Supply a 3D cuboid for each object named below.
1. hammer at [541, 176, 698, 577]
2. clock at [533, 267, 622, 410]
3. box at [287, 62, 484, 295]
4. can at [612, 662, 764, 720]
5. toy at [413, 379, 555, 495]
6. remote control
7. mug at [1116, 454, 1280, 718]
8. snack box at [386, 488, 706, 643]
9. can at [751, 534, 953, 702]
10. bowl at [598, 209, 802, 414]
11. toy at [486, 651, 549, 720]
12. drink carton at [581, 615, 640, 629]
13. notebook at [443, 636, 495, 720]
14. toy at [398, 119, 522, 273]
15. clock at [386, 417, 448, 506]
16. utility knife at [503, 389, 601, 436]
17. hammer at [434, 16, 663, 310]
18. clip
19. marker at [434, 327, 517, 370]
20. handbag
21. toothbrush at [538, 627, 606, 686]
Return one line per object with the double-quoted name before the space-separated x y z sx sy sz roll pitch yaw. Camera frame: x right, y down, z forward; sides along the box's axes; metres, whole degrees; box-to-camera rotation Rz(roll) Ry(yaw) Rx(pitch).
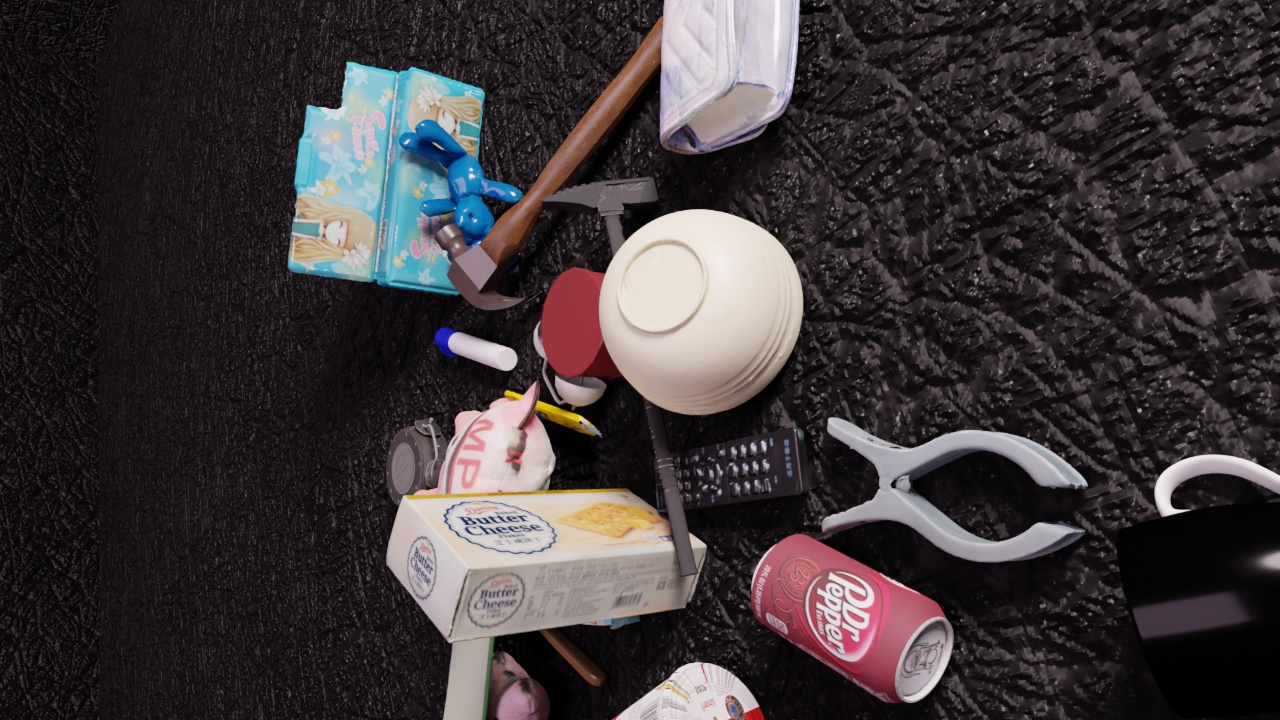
"hammer" -0.004 0.004 0.705 0.015 0.095 0.324 111 149 -67
"clock" -0.046 -0.023 0.785 0.138 0.048 0.096 -56 48 32
"box" -0.260 -0.191 0.958 0.056 0.185 0.227 7 91 60
"can" 0.021 0.276 0.642 0.117 0.086 0.086 -48 52 35
"toy" -0.135 0.096 0.812 0.141 0.084 0.214 -65 15 -22
"remote control" 0.065 0.082 0.667 0.151 0.022 0.047 -18 73 49
"mug" 0.269 0.087 0.392 0.100 0.085 0.118 -22 38 33
"snack box" -0.065 0.141 0.666 0.104 0.207 0.057 29 108 47
"can" 0.124 0.154 0.554 0.114 0.063 0.063 22 102 49
"bowl" 0.030 -0.042 0.641 0.151 0.075 0.150 -7 74 26
"toy" -0.111 0.317 0.820 0.099 0.052 0.096 10 106 61
"drink carton" -0.050 0.199 0.772 0.129 0.038 0.044 -13 76 48
"notebook" -0.160 0.278 0.866 0.182 0.010 0.252 -175 92 -70
"toy" -0.183 -0.160 0.939 0.113 0.070 0.176 -26 91 41
"clock" -0.235 0.115 0.994 0.123 0.043 0.091 -40 56 39
"utility knife" -0.081 0.047 0.827 0.163 0.030 0.017 9 66 53
"hammer" -0.072 -0.169 0.825 0.115 0.033 0.324 49 119 9
"clip" 0.175 0.059 0.536 0.164 0.028 0.107 -4 81 49
"marker" -0.172 -0.011 0.953 0.133 0.023 0.027 16 119 49
"handbag" 0.061 -0.245 0.680 0.127 0.069 0.158 -12 75 63
"toothbrush" -0.081 0.242 0.821 0.167 0.016 0.016 26 105 49
